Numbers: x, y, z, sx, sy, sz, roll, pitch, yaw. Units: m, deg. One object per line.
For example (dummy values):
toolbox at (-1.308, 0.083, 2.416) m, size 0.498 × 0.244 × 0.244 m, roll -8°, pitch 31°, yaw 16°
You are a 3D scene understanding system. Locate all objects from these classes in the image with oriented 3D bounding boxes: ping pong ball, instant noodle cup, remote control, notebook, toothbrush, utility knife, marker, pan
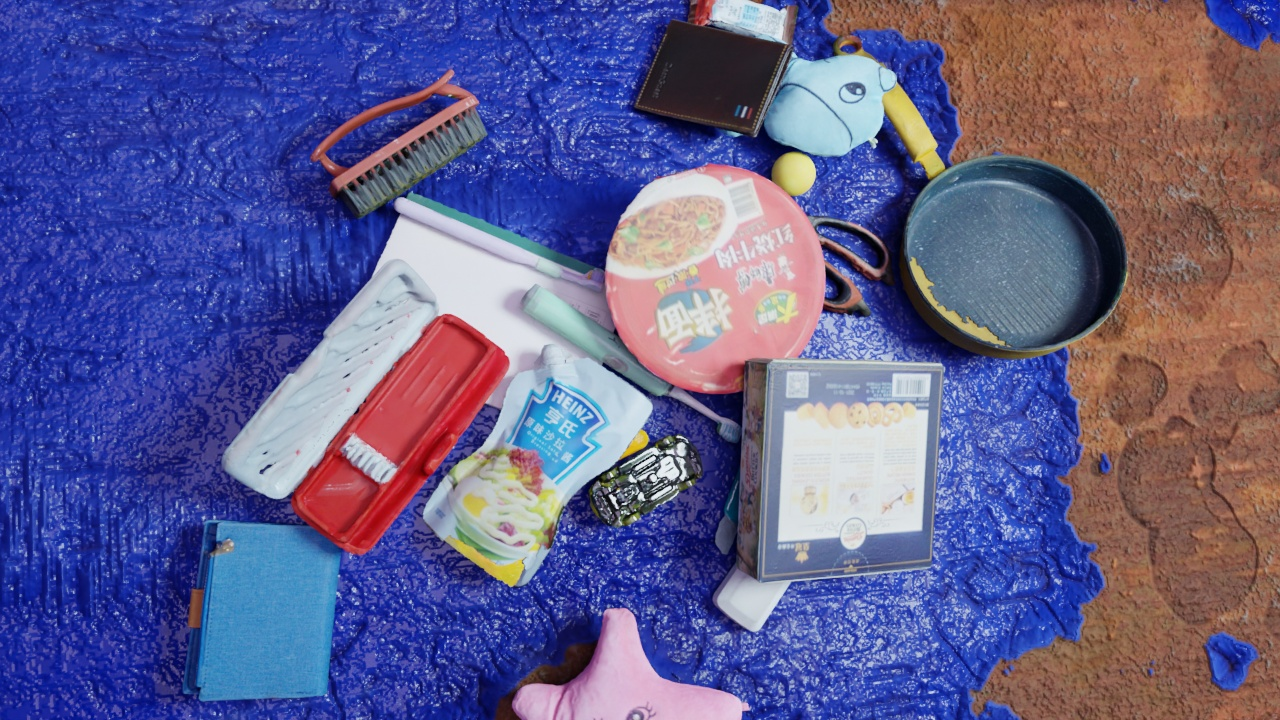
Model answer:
ping pong ball at (0.141, -0.172, 0.846) m, size 0.040 × 0.040 × 0.040 m, roll 2°, pitch 82°, yaw -12°
instant noodle cup at (0.059, -0.069, 0.795) m, size 0.193 × 0.066 × 0.194 m, roll 0°, pitch 92°, yaw -11°
remote control at (0.116, 0.175, 0.803) m, size 0.049 × 0.024 × 0.124 m, roll 38°, pitch 76°, yaw -5°
notebook at (-0.127, -0.039, 0.788) m, size 0.209 × 0.012 × 0.150 m, roll 21°, pitch 77°, yaw -9°
toothbrush at (-0.120, -0.100, 0.784) m, size 0.189 × 0.029 × 0.021 m, roll 21°, pitch 114°, yaw -8°
utility knife at (0.106, 0.088, 0.818) m, size 0.029 × 0.013 × 0.179 m, roll 25°, pitch 78°, yaw -6°
toothbrush at (-0.005, 0.005, 0.791) m, size 0.224 × 0.027 × 0.027 m, roll 33°, pitch 48°, yaw -7°
marker at (-0.049, 0.090, 0.785) m, size 0.123 × 0.015 × 0.018 m, roll -25°, pitch 82°, yaw -11°
pan at (0.293, -0.162, 0.854) m, size 0.197 × 0.078 × 0.357 m, roll -34°, pitch 72°, yaw -9°

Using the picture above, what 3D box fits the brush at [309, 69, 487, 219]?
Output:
brush at (-0.198, -0.184, 0.766) m, size 0.145 × 0.063 × 0.069 m, roll -37°, pitch 104°, yaw -15°

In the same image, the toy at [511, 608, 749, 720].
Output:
toy at (-0.002, 0.295, 0.735) m, size 0.178 × 0.074 × 0.194 m, roll -18°, pitch 87°, yaw -5°

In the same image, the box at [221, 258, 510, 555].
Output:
box at (-0.209, 0.035, 0.714) m, size 0.154 × 0.074 × 0.201 m, roll 45°, pitch 73°, yaw -30°

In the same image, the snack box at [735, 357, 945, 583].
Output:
snack box at (0.171, 0.090, 0.780) m, size 0.177 × 0.046 × 0.182 m, roll 2°, pitch 94°, yaw -24°

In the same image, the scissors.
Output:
scissors at (0.130, -0.108, 0.848) m, size 0.207 × 0.015 × 0.192 m, roll -12°, pitch 86°, yaw -13°

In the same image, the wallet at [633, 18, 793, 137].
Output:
wallet at (0.065, -0.255, 0.827) m, size 0.122 × 0.020 × 0.096 m, roll 19°, pitch 78°, yaw 21°

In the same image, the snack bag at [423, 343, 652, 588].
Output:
snack bag at (-0.085, 0.082, 0.755) m, size 0.110 × 0.039 × 0.191 m, roll 34°, pitch 84°, yaw 13°

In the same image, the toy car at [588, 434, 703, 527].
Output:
toy car at (0.004, 0.103, 0.786) m, size 0.105 × 0.032 × 0.048 m, roll -29°, pitch 89°, yaw -20°

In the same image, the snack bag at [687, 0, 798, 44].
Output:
snack bag at (0.096, -0.323, 0.864) m, size 0.104 × 0.026 × 0.048 m, roll 8°, pitch 92°, yaw -11°

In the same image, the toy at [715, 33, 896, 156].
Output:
toy at (0.149, -0.238, 0.837) m, size 0.161 × 0.050 × 0.156 m, roll -34°, pitch 78°, yaw -2°

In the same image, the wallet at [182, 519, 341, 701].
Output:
wallet at (-0.291, 0.192, 0.710) m, size 0.106 × 0.040 × 0.133 m, roll 6°, pitch 80°, yaw -20°
